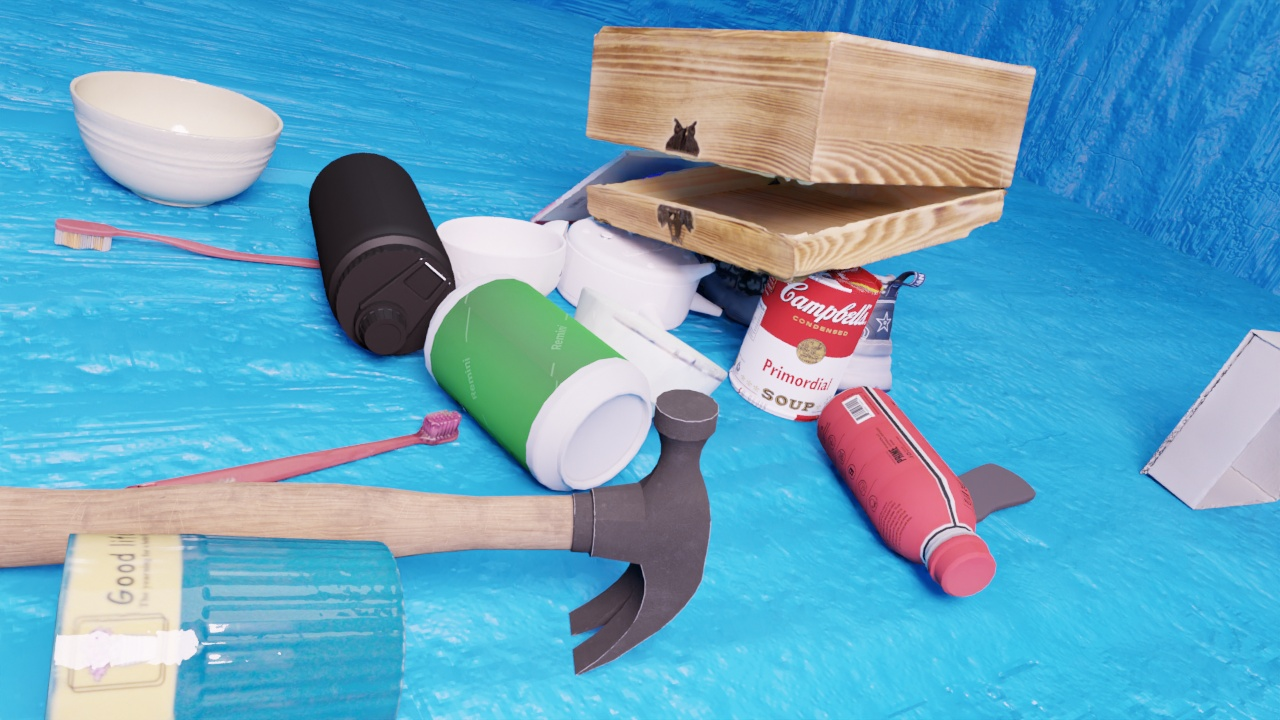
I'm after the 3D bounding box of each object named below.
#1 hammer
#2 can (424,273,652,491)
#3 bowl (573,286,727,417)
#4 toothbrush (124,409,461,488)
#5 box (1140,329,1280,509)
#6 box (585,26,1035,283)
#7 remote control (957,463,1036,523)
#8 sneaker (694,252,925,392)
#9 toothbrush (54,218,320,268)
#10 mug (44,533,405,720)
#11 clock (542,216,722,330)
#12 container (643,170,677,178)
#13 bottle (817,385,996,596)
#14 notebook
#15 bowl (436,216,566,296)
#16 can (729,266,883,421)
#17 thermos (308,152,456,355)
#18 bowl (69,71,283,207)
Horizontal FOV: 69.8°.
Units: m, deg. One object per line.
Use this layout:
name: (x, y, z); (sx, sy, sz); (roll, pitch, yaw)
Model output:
hammer: (-0.124, 0.074, 0.390); (0.305, 0.132, 0.040); (1, 28, -9)
can: (-0.065, 0.011, 0.564); (0.087, 0.088, 0.140); (-9, 37, -46)
bowl: (-0.004, 0.004, 0.636); (0.117, 0.061, 0.117); (31, 4, -3)
toothbrush: (-0.174, 0.050, 0.490); (0.016, 0.016, 0.189); (37, 30, 32)
box: (0.642, -0.025, 0.730); (0.166, 0.480, 0.119); (2, 56, -32)
box: (0.128, -0.181, 0.756); (0.244, 0.168, 0.279); (-10, 21, -34)
remote control: (0.261, 0.102, 0.703); (0.124, 0.009, 0.046); (-6, 34, -43)
sneaker: (0.151, -0.084, 0.863); (0.103, 0.133, 0.269); (-1, 30, -33)
toothbrush: (-0.316, -0.079, 0.665); (0.184, 0.016, 0.015); (5, 28, -34)
mug: (-0.141, 0.114, 0.314); (0.107, 0.083, 0.113); (8, 39, -31)
clock: (-0.011, -0.086, 0.822); (0.161, 0.073, 0.125); (31, 27, 24)
container: (0.020, -0.140, 0.928); (0.114, 0.096, 0.058); (-20, 76, -51)
bottle: (0.177, 0.086, 0.614); (0.062, 0.062, 0.176); (10, 26, -18)
notebook: (0.005, -0.179, 0.973); (0.208, 0.153, 0.012); (-9, 78, -47)
bowl: (-0.113, -0.077, 0.744); (0.105, 0.054, 0.104); (6, 24, -3)
can: (0.131, -0.022, 0.738); (0.086, 0.117, 0.086); (16, 25, -8)
thermos: (-0.186, -0.075, 0.658); (0.086, 0.086, 0.198); (6, 28, -27)
bowl: (-0.371, -0.171, 0.736); (0.150, 0.075, 0.150); (16, 26, -8)
